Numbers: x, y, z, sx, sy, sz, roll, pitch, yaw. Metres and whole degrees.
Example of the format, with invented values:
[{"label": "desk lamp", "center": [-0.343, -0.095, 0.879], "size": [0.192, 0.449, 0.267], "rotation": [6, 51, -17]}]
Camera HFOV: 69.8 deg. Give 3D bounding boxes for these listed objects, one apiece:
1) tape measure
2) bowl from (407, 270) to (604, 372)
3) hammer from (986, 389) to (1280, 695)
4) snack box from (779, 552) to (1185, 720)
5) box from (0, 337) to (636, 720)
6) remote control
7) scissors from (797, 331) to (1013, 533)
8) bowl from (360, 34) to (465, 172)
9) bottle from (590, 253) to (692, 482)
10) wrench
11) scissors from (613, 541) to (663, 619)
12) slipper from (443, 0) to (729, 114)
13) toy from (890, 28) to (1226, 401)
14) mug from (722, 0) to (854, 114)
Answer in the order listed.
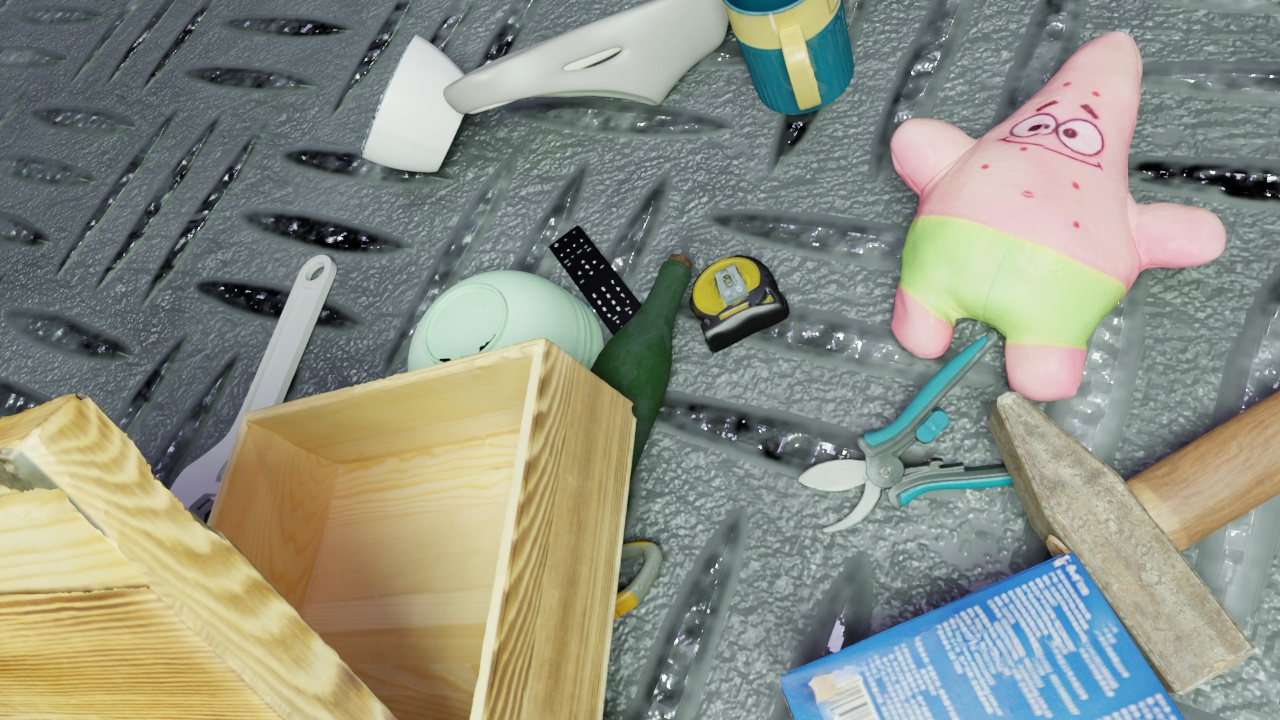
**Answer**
[{"label": "tape measure", "center": [0.064, -0.043, 0.633], "size": [0.062, 0.034, 0.061], "rotation": [-27, 53, 6]}, {"label": "bowl", "center": [-0.109, -0.007, 0.664], "size": [0.151, 0.077, 0.150], "rotation": [-12, 58, 19]}, {"label": "hammer", "center": [0.339, 0.021, 0.461], "size": [0.301, 0.037, 0.158], "rotation": [-30, 68, 0]}, {"label": "snack box", "center": [0.175, 0.212, 0.404], "size": [0.155, 0.069, 0.202], "rotation": [-24, 56, 1]}, {"label": "box", "center": [-0.211, 0.109, 0.453], "size": [0.280, 0.323, 0.283], "rotation": [-12, 59, 30]}, {"label": "remote control", "center": [-0.027, -0.053, 0.694], "size": [0.030, 0.009, 0.140], "rotation": [-37, 54, 0]}, {"label": "scissors", "center": [0.172, 0.054, 0.527], "size": [0.124, 0.019, 0.154], "rotation": [30, 104, 8]}, {"label": "bowl", "center": [-0.191, -0.217, 0.804], "size": [0.117, 0.065, 0.116], "rotation": [-55, 19, 30]}, {"label": "bottle", "center": [-0.004, 0.004, 0.622], "size": [0.055, 0.055, 0.174], "rotation": [13, 68, 29]}, {"label": "wrench", "center": [-0.323, 0.026, 0.776], "size": [0.087, 0.018, 0.272], "rotation": [-2, 60, 24]}, {"label": "scissors", "center": [-0.072, 0.180, 0.558], "size": [0.226, 0.016, 0.216], "rotation": [10, 53, 43]}, {"label": "slipper", "center": [-0.027, -0.240, 0.761], "size": [0.265, 0.081, 0.113], "rotation": [-24, 18, -9]}, {"label": "toy", "center": [0.242, -0.099, 0.546], "size": [0.192, 0.097, 0.236], "rotation": [25, 80, 23]}, {"label": "mug", "center": [0.112, -0.236, 0.678], "size": [0.083, 0.107, 0.113], "rotation": [-14, 57, 14]}]
